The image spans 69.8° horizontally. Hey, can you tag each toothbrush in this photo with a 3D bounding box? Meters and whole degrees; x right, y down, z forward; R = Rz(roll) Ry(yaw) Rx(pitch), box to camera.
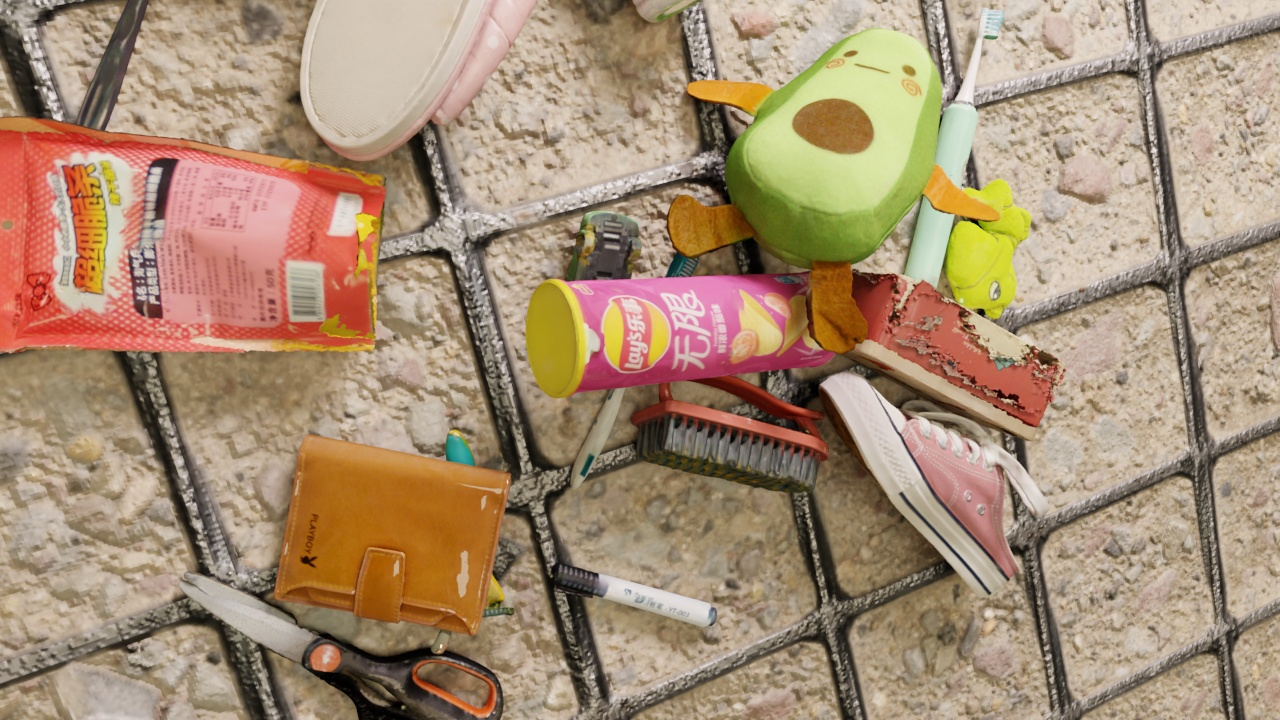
[{"bbox_3d":[0.240,-0.161,0.705,0.027,0.026,0.224,14,91,15],"label":"toothbrush"},{"bbox_3d":[-0.284,-0.204,0.518,0.015,0.018,0.181,21,90,-23],"label":"toothbrush"},{"bbox_3d":[-0.004,0.004,0.641,0.018,0.016,0.191,27,86,-31],"label":"toothbrush"}]

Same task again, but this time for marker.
[{"bbox_3d":[-0.004,0.170,0.657,0.130,0.018,0.022,21,97,-20],"label":"marker"}]

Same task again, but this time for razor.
[{"bbox_3d":[-0.113,0.109,0.605,0.043,0.028,0.132,-7,100,2],"label":"razor"}]

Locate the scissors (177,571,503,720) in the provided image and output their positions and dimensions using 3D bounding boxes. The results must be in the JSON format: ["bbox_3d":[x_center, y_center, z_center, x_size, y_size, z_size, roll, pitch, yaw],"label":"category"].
[{"bbox_3d":[-0.200,0.210,0.589,0.235,0.022,0.136,16,91,-21],"label":"scissors"}]

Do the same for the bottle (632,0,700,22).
[{"bbox_3d":[-0.012,-0.319,0.579,0.068,0.068,0.197,-31,101,-14],"label":"bottle"}]

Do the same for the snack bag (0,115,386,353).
[{"bbox_3d":[-0.254,-0.064,0.522,0.207,0.073,0.128,3,91,-15],"label":"snack bag"}]

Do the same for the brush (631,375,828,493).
[{"bbox_3d":[0.071,0.049,0.649,0.145,0.063,0.069,15,72,-21],"label":"brush"}]

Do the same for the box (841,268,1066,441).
[{"bbox_3d":[0.227,-0.012,0.681,0.168,0.091,0.079,25,90,-20],"label":"box"}]

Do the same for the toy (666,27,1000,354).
[{"bbox_3d":[0.129,-0.135,0.617,0.227,0.090,0.246,29,66,6],"label":"toy"}]

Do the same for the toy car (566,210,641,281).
[{"bbox_3d":[-0.029,-0.056,0.612,0.043,0.036,0.091,5,109,-28],"label":"toy car"}]

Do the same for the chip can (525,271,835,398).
[{"bbox_3d":[0.034,-0.022,0.600,0.210,0.071,0.071,-6,98,-32],"label":"chip can"}]

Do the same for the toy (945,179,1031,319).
[{"bbox_3d":[0.271,-0.087,0.721,0.096,0.031,0.100,46,76,-18],"label":"toy"}]

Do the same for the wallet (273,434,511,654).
[{"bbox_3d":[-0.156,0.116,0.578,0.130,0.035,0.119,11,91,-4],"label":"wallet"}]

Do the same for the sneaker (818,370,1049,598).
[{"bbox_3d":[0.224,0.081,0.684,0.088,0.118,0.241,-41,114,7],"label":"sneaker"}]

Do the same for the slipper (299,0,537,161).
[{"bbox_3d":[-0.105,-0.237,0.539,0.114,0.054,0.274,28,88,20],"label":"slipper"}]
